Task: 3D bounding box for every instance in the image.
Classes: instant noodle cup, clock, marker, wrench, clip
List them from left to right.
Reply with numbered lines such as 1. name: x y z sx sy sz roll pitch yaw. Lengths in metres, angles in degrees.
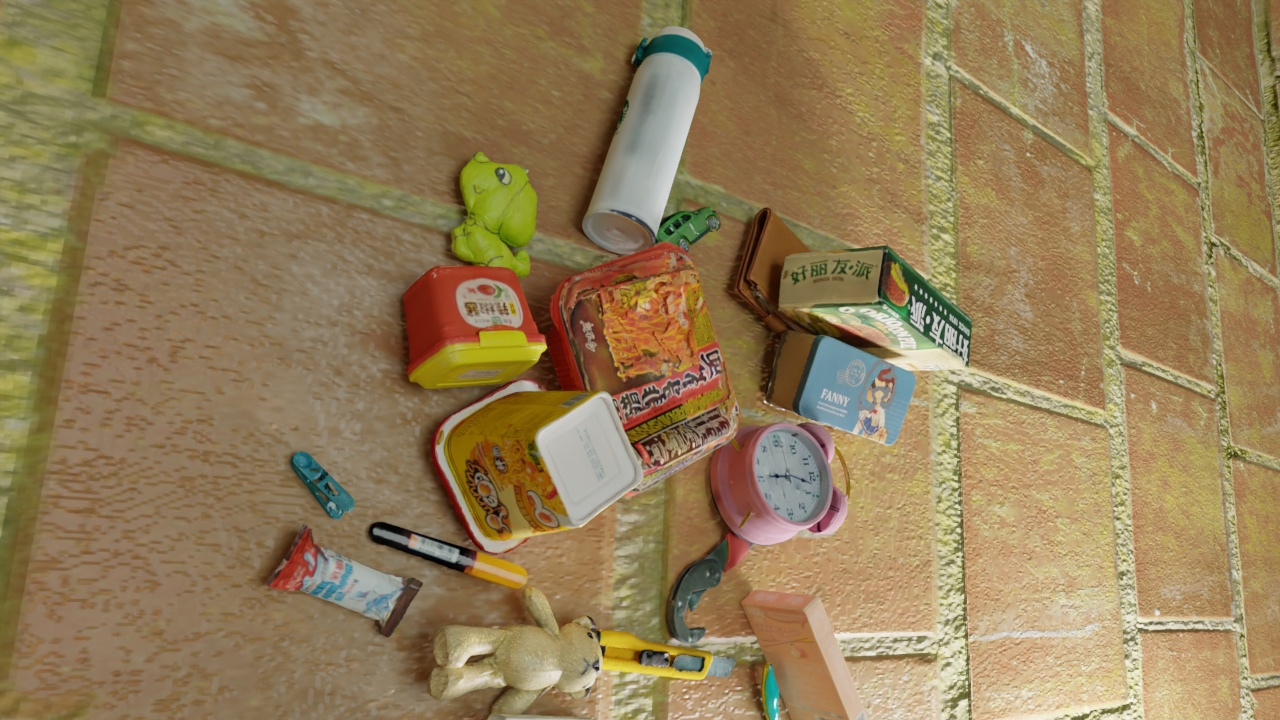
1. clip: -0.218 0.085 0.627 0.055 0.034 0.013 50 52 -3
2. marker: -0.141 0.144 0.677 0.123 0.015 0.018 25 64 -23
3. instant noodle cup: -0.073 0.076 0.685 0.115 0.124 0.116 -32 103 -40
4. instant noodle cup: -0.005 0.005 0.786 0.164 0.079 0.189 -23 99 -41
5. wrench: 0.110 0.170 0.898 0.272 0.016 0.056 -41 109 -37
6. clock: 0.145 0.116 0.893 0.158 0.060 0.117 3 70 -35

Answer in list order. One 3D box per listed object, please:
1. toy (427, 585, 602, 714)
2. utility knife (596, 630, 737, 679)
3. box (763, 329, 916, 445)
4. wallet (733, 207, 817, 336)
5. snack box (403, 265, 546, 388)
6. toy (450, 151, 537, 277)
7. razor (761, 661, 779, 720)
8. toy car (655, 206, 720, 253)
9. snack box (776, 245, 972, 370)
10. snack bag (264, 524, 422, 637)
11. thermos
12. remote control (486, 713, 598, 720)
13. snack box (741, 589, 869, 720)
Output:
1. toy: -0.090 0.223 0.684 0.157 0.066 0.105 16 78 -45
2. utility knife: 0.022 0.261 0.807 0.190 0.015 0.033 21 72 -37
3. box: 0.206 0.027 0.962 0.184 0.063 0.090 16 91 -39
4. wallet: 0.154 -0.081 0.969 0.131 0.031 0.107 37 61 -35
5. snack box: -0.129 -0.026 0.690 0.091 0.082 0.080 -4 72 -42
6. toy: -0.116 -0.114 0.743 0.096 0.031 0.100 47 60 -25
7. razor: 0.137 0.349 0.884 0.043 0.028 0.132 -43 116 -62
8. toy car: 0.037 -0.121 0.867 0.091 0.043 0.036 -36 106 -39
9. snack box: 0.252 -0.047 0.965 0.239 0.115 0.063 24 72 -47
10. snack bag: -0.201 0.152 0.628 0.104 0.026 0.048 39 72 -29
11. thermos: 0.007 -0.209 0.844 0.073 0.073 0.223 32 63 -33
12. remote control: -0.074 0.296 0.688 0.135 0.019 0.056 36 59 -54
13. snack box: 0.160 0.294 0.876 0.026 0.085 0.157 -30 103 -36
